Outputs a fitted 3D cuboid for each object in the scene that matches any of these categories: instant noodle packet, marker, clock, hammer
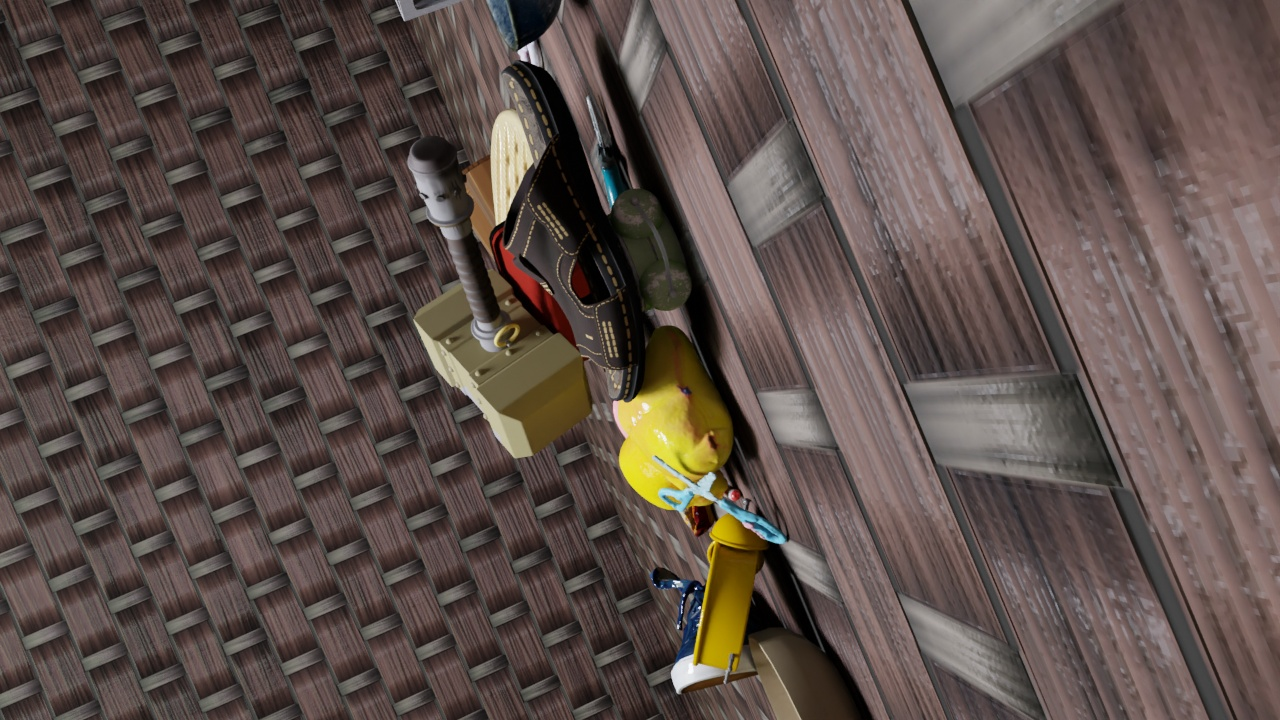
[{"bbox_3d":[0.042,0.128,1.053,0.135,0.039,0.099,58,174,46],"label":"instant noodle packet"},{"bbox_3d":[0.078,0.127,0.906,0.142,0.012,0.013,158,90,-82],"label":"marker"},{"bbox_3d":[0.004,-0.082,0.704,0.119,0.042,0.094,-176,63,-82],"label":"clock"},{"bbox_3d":[-0.152,-0.071,0.849,0.190,0.100,0.325,43,158,30],"label":"hammer"},{"bbox_3d":[0.079,0.198,0.804,0.114,0.052,0.151,86,-163,-63],"label":"clock"}]

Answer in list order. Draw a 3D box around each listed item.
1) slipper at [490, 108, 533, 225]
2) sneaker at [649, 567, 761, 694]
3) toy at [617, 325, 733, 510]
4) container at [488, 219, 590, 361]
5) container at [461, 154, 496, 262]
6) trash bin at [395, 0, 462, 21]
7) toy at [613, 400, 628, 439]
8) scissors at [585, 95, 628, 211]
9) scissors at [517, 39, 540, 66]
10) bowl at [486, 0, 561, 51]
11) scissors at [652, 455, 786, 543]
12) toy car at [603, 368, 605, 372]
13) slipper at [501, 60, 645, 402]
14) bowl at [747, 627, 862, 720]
[{"bbox_3d":[-0.122,-0.176,1.120,0.111,0.079,0.262,33,132,41],"label":"slipper"},{"bbox_3d":[0.074,0.274,0.970,0.294,0.121,0.127,49,-155,-78],"label":"sneaker"},{"bbox_3d":[0.023,0.058,0.798,0.194,0.087,0.134,94,157,-67],"label":"toy"},{"bbox_3d":[-0.090,-0.108,0.994,0.200,0.127,0.148,51,163,42],"label":"container"},{"bbox_3d":[-0.161,-0.184,1.237,0.167,0.132,0.132,61,172,2],"label":"container"},{"bbox_3d":[-0.170,-0.386,0.741,0.229,0.114,0.114,179,68,-81],"label":"trash bin"},{"bbox_3d":[-0.005,0.064,1.132,0.110,0.051,0.090,82,162,-58],"label":"toy"},{"bbox_3d":[-0.020,-0.144,0.769,0.127,0.019,0.142,77,175,-77],"label":"scissors"},{"bbox_3d":[-0.102,-0.311,0.886,0.179,0.016,0.103,44,155,61],"label":"scissors"},{"bbox_3d":[-0.083,-0.285,0.651,0.114,0.060,0.114,158,91,-83],"label":"bowl"},{"bbox_3d":[0.052,0.112,0.740,0.135,0.015,0.134,41,155,-19],"label":"scissors"},{"bbox_3d":[-0.005,0.005,0.928,0.092,0.037,0.040,14,133,38],"label":"toy car"},{"bbox_3d":[-0.061,-0.086,0.688,0.113,0.075,0.268,-141,31,-74],"label":"slipper"},{"bbox_3d":[0.146,0.291,0.768,0.152,0.050,0.152,157,91,-83],"label":"bowl"}]
